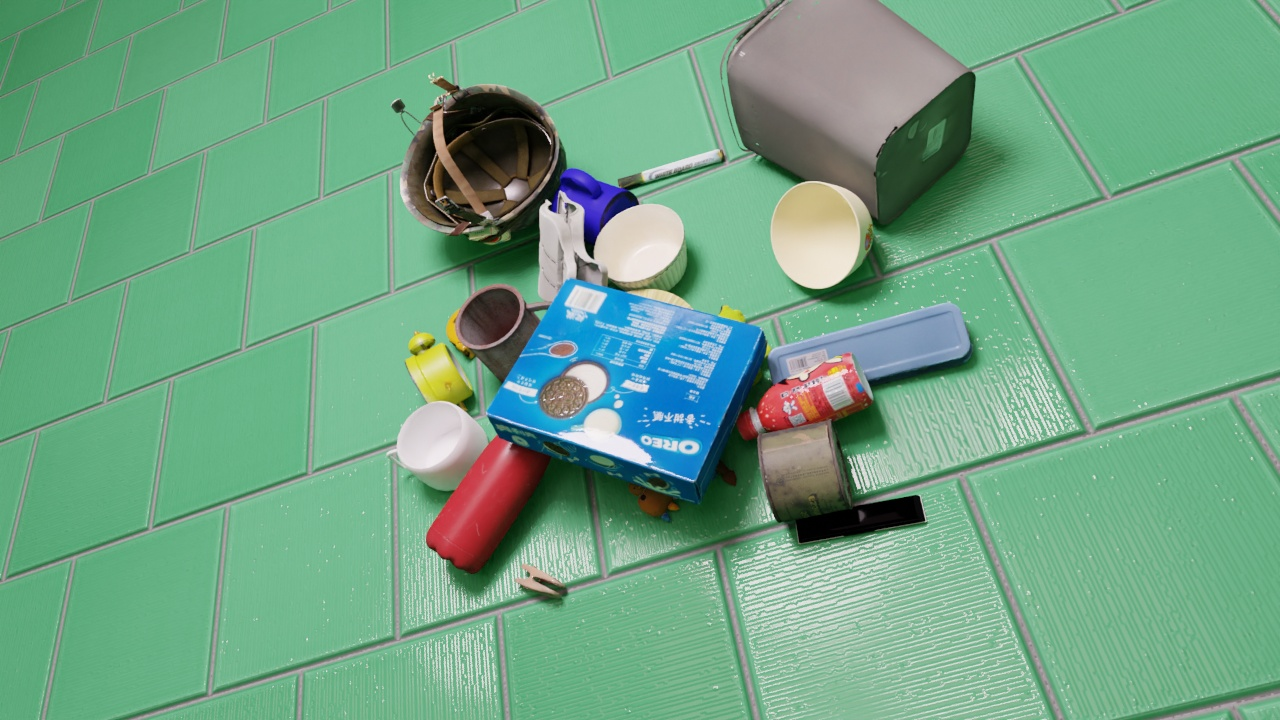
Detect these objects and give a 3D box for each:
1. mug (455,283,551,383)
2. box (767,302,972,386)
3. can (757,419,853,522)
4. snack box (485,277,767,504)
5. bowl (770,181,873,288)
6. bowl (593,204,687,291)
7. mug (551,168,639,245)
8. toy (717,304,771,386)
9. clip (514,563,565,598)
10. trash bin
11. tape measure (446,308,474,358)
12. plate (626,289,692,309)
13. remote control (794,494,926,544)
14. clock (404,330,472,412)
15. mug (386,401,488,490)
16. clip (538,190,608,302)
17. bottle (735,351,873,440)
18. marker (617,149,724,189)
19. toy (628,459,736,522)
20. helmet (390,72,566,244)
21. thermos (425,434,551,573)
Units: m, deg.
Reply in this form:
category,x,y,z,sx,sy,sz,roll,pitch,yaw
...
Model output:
category,x,y,z,sx,sy,sz,roll,pitch,yaw
mug,-0.144,-0.033,1.105,0.123,0.110,0.096,-18,60,11
box,0.243,-0.003,0.978,0.210,0.052,0.067,-15,78,17
can,0.160,0.108,0.899,0.075,0.090,0.089,-14,56,15
snack box,-0.011,0.024,0.961,0.239,0.056,0.195,16,59,19
bowl,0.216,-0.145,1.033,0.073,0.118,0.118,-17,40,-42
bowl,0.008,-0.127,1.124,0.115,0.062,0.115,-11,57,17
mug,-0.062,-0.199,1.166,0.083,0.111,0.079,25,68,32
toy,0.103,-0.014,1.033,0.094,0.036,0.094,16,74,24
clip,-0.106,0.233,0.980,0.061,0.026,0.049,-21,50,19
trash bin,0.244,-0.295,1.055,0.197,0.197,0.220,-41,60,-7
tape measure,-0.222,-0.044,1.191,0.059,0.030,0.068,32,76,32
plate,-0.006,0.006,1.062,0.185,0.036,0.184,-12,58,21
remote control,0.213,0.155,0.898,0.124,0.012,0.028,-14,56,15
clock,-0.255,0.013,1.138,0.057,0.083,0.119,-31,57,-4
mug,-0.242,0.105,1.085,0.116,0.068,0.094,-17,56,13
clip,-0.096,-0.119,1.113,0.089,0.126,0.150,-6,39,-13
bottle,0.164,0.044,0.942,0.138,0.062,0.061,-24,54,18
marker,0.039,-0.253,1.215,0.147,0.017,0.017,-14,56,15
toy,0.044,0.130,0.972,0.103,0.070,0.090,24,84,9
helmet,-0.209,-0.251,1.183,0.224,0.236,0.192,-15,79,2
thermos,-0.144,0.119,1.019,0.073,0.073,0.239,29,81,34
